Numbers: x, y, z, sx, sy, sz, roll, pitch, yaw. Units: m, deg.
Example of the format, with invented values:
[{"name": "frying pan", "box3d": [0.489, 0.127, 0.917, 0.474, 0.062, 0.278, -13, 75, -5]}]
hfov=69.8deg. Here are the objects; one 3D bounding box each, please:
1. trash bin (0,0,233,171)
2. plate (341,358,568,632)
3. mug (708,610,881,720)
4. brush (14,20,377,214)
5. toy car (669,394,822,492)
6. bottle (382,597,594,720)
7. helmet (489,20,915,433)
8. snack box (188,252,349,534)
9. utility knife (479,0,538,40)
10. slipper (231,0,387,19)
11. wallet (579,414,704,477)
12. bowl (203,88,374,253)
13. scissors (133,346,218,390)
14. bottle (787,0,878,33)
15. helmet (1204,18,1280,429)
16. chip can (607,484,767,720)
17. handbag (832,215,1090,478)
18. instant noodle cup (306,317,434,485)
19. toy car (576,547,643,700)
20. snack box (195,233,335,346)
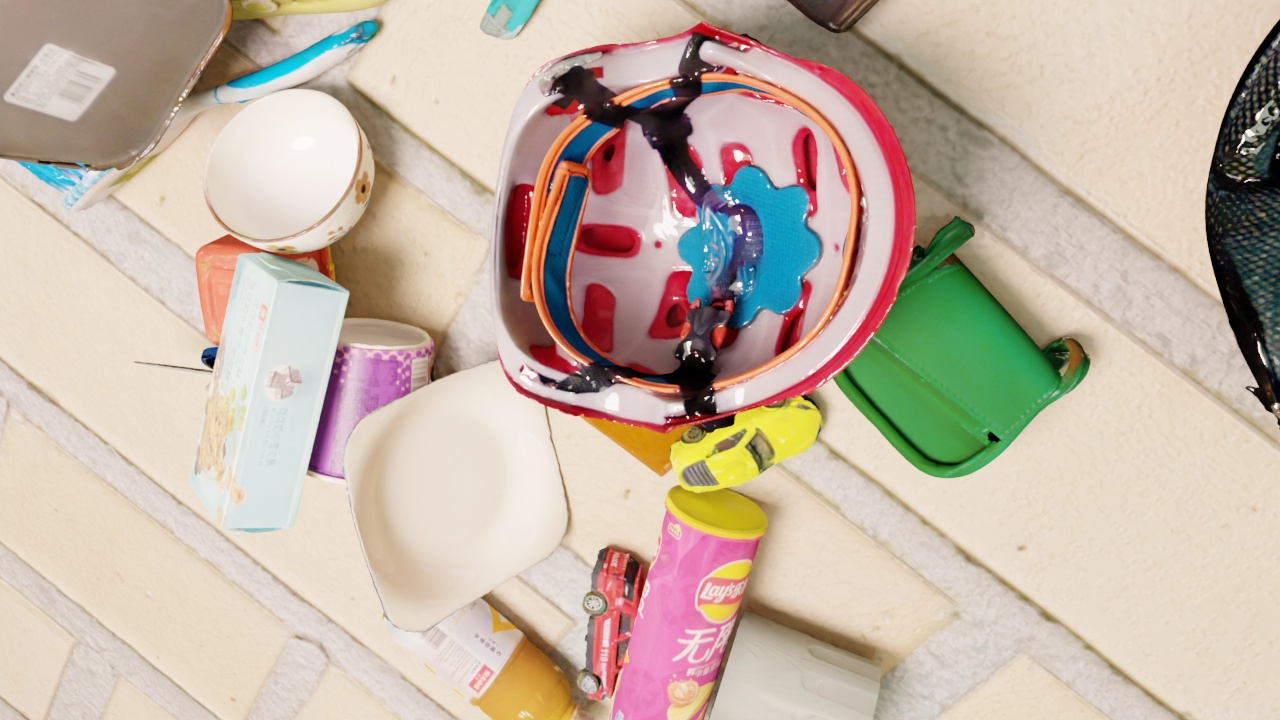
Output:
[{"name": "trash bin", "box3d": [-0.381, -0.245, 0.535, 0.199, 0.198, 0.219, -43, 76, 23]}, {"name": "plate", "box3d": [-0.130, 0.089, 0.647, 0.034, 0.163, 0.164, 8, 114, 46]}, {"name": "mug", "box3d": [0.107, 0.249, 0.665, 0.103, 0.083, 0.124, 17, 133, 11]}, {"name": "brush", "box3d": [-0.328, -0.193, 0.655, 0.315, 0.060, 0.109, -28, 105, 24]}, {"name": "toy car", "box3d": [0.071, 0.057, 0.607, 0.105, 0.032, 0.048, -26, 125, 13]}, {"name": "bottle", "box3d": [-0.120, 0.246, 0.744, 0.189, 0.067, 0.068, 39, 118, 1]}, {"name": "helmet", "box3d": [0.042, -0.067, 0.513, 0.240, 0.143, 0.207, 5, 94, 27]}, {"name": "snack box", "box3d": [-0.250, 0.021, 0.612, 0.074, 0.051, 0.175, 27, 104, 46]}, {"name": "utility knife", "box3d": [-0.037, -0.266, 0.519, 0.029, 0.013, 0.222, 46, 130, 1]}, {"name": "slipper", "box3d": [-0.230, -0.260, 0.576, 0.191, 0.081, 0.092, -2, 112, 23]}, {"name": "wallet", "box3d": [-0.004, 0.004, 0.625, 0.130, 0.035, 0.119, 38, 116, -2]}, {"name": "bowl", "box3d": [-0.231, -0.120, 0.629, 0.113, 0.062, 0.113, -3, 72, 9]}, {"name": "scissors", "box3d": [-0.309, 0.013, 0.709, 0.162, 0.012, 0.176, 14, 163, -18]}, {"name": "bottle", "box3d": [0.065, -0.268, 0.489, 0.195, 0.043, 0.080, 47, 117, -2]}, {"name": "helmet", "box3d": [0.369, -0.062, 0.361, 0.234, 0.229, 0.274, -31, 98, 41]}, {"name": "chip can", "box3d": [0.028, 0.197, 0.652, 0.071, 0.071, 0.211, 18, 106, 12]}, {"name": "handbag", "box3d": [0.181, -0.004, 0.545, 0.120, 0.067, 0.131, -41, 92, 20]}, {"name": "instant noodle cup", "box3d": [-0.198, 0.025, 0.667, 0.112, 0.111, 0.099, 11, 104, 15]}, {"name": "toy car", "box3d": [-0.022, 0.203, 0.701, 0.045, 0.052, 0.121, 9, 111, 6]}, {"name": "snack box", "box3d": [-0.273, -0.053, 0.672, 0.082, 0.080, 0.091, 8, 113, 15]}]
